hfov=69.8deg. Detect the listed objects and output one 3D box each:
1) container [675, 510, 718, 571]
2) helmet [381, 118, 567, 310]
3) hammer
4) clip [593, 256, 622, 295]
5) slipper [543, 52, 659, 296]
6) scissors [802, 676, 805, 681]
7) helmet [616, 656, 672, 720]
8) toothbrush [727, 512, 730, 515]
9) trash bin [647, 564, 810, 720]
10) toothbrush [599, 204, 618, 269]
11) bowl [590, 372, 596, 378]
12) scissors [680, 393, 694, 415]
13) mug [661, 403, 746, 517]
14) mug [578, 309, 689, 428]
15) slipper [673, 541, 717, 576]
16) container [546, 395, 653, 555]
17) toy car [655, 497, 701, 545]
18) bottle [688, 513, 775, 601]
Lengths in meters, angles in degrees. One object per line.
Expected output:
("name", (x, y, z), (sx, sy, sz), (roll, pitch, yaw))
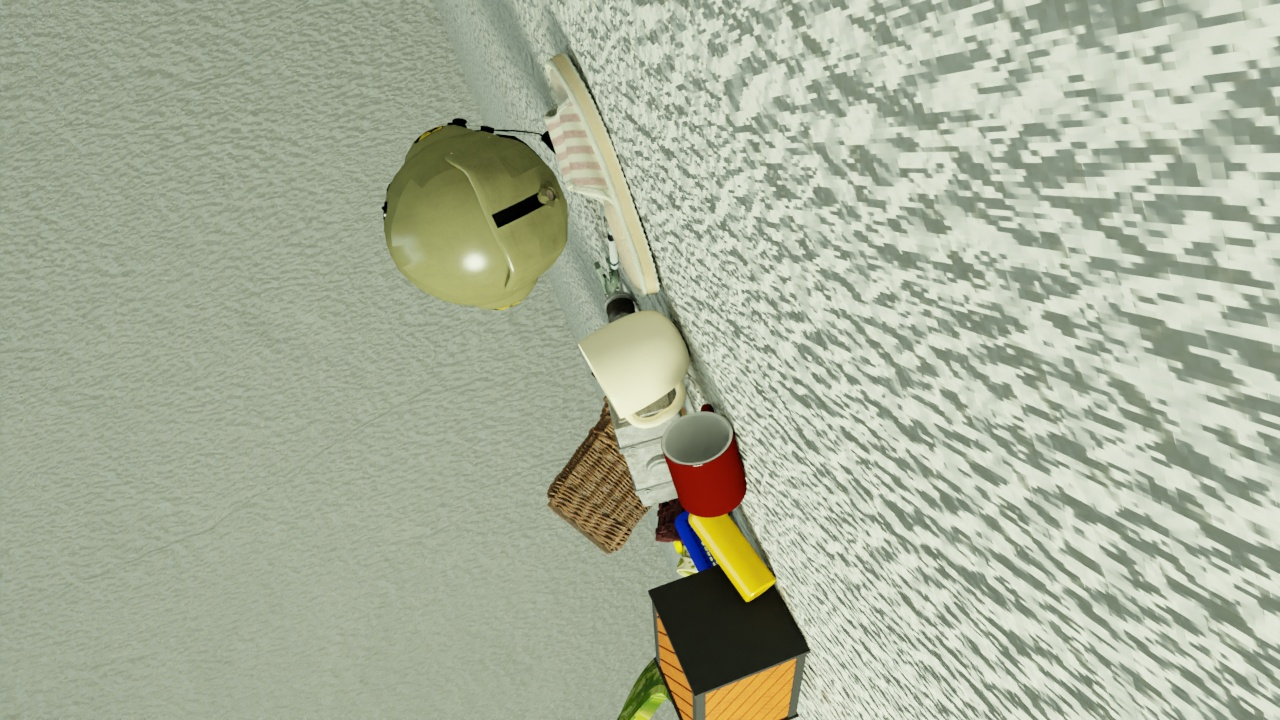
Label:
("container", (0.095, 0.246, 1.200), (0.114, 0.058, 0.096), (62, -178, 31))
("helmet", (-0.198, -0.185, 1.175), (0.233, 0.255, 0.250), (-121, 8, -73))
("hammer", (-0.007, 0.007, 1.157), (0.177, 0.079, 0.325), (73, -178, -49))
("clip", (-0.042, -0.109, 1.284), (0.023, 0.044, 0.076), (-112, 3, -45))
("slipper", (-0.049, -0.185, 0.953), (0.115, 0.052, 0.263), (-152, 39, -79))
("scissors", (0.172, 0.345, 1.166), (0.133, 0.019, 0.145), (107, 144, -74))
("helmet", (0.107, 0.555, 1.489), (0.213, 0.248, 0.242), (46, -145, 2))
("toothbrush", (0.100, 0.157, 1.116), (0.168, 0.014, 0.014), (74, 171, -57))
("trash bin", (0.103, 0.356, 1.110), (0.172, 0.139, 0.139), (86, 162, -45))
("toothbrush", (-0.038, -0.152, 1.139), (0.187, 0.017, 0.012), (87, 179, -74))
("bowl", (-0.010, 0.039, 1.369), (0.121, 0.056, 0.121), (41, 176, 3))
("scissors", (0.062, 0.076, 1.150), (0.125, 0.011, 0.131), (-118, 8, -45))
("mug", (0.068, 0.095, 0.945), (0.105, 0.073, 0.083), (-77, -23, -46))
("mug", (0.005, 0.008, 0.975), (0.120, 0.099, 0.096), (61, 176, 1))
("slipper", (0.096, 0.319, 1.452), (0.190, 0.081, 0.092), (61, 175, 23))
("container", (-0.043, 0.178, 1.396), (0.162, 0.183, 0.250), (38, 172, 2))
("toy car", (0.061, 0.240, 1.366), (0.170, 0.062, 0.070), (120, 157, -75))
("bottle", (0.097, 0.209, 1.069), (0.143, 0.043, 0.043), (53, 169, 22))
